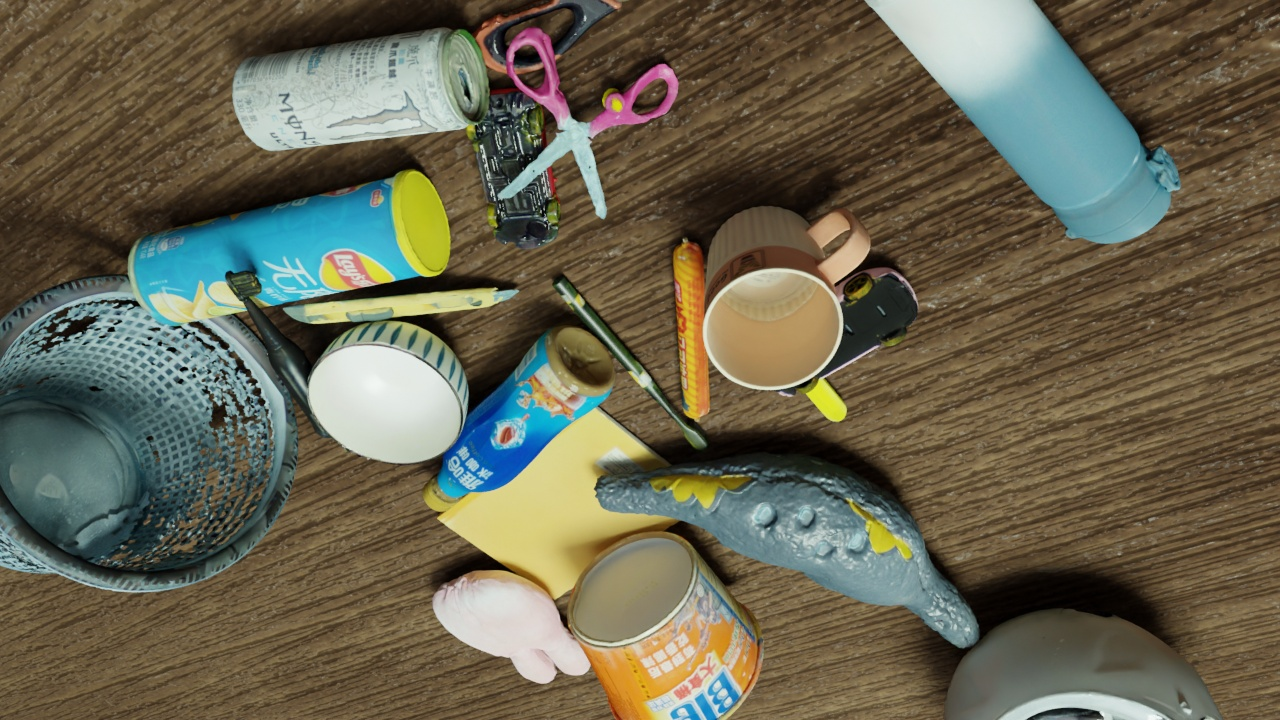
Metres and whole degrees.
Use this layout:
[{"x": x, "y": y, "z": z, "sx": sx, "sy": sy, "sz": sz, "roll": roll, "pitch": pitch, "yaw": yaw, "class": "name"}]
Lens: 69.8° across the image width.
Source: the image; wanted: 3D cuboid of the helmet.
[{"x": 0.375, "y": 0.306, "z": 0.797, "sx": 0.230, "sy": 0.145, "sz": 0.258, "roll": -29, "pitch": 127, "yaw": 27, "class": "helmet"}]

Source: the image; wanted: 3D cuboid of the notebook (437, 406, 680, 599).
[{"x": -0.061, "y": 0.130, "z": 0.803, "sx": 0.146, "sy": 0.010, "sz": 0.207, "roll": 40, "pitch": 122, "yaw": -21, "class": "notebook"}]

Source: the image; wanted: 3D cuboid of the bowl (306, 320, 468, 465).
[{"x": -0.185, "y": 0.016, "z": 0.697, "sx": 0.116, "sy": 0.066, "sz": 0.117, "roll": 3, "pitch": 127, "yaw": 4, "class": "bowl"}]

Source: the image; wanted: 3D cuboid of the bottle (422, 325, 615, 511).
[{"x": -0.106, "y": 0.057, "z": 0.716, "sx": 0.065, "sy": 0.065, "sz": 0.219, "roll": 34, "pitch": 127, "yaw": -18, "class": "bottle"}]

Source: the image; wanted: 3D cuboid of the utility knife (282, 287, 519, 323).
[{"x": -0.169, "y": -0.041, "z": 0.659, "sx": 0.162, "sy": 0.018, "sz": 0.031, "roll": -11, "pitch": 164, "yaw": -13, "class": "utility knife"}]

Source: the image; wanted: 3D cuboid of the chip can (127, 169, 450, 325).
[{"x": -0.242, "y": -0.075, "z": 0.632, "sx": 0.210, "sy": 0.071, "sz": 0.071, "roll": -9, "pitch": 125, "yaw": 14, "class": "chip can"}]

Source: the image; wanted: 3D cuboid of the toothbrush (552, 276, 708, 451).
[{"x": -0.004, "y": 0.004, "z": 0.699, "sx": 0.012, "sy": 0.017, "sz": 0.186, "roll": -28, "pitch": 117, "yaw": 28, "class": "toothbrush"}]

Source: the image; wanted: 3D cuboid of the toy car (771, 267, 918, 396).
[{"x": 0.135, "y": -0.021, "z": 0.645, "sx": 0.123, "sy": 0.037, "sz": 0.056, "roll": -33, "pitch": 114, "yaw": 23, "class": "toy car"}]

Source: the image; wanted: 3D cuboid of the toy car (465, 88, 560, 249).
[{"x": -0.081, "y": -0.124, "z": 0.600, "sx": 0.049, "sy": 0.031, "sz": 0.106, "roll": -3, "pitch": 121, "yaw": 10, "class": "toy car"}]

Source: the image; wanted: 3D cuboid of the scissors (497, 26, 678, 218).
[{"x": -0.041, "y": -0.146, "z": 0.564, "sx": 0.133, "sy": 0.017, "sz": 0.135, "roll": -37, "pitch": 128, "yaw": 10, "class": "scissors"}]

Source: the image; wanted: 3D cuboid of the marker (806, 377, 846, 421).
[{"x": 0.114, "y": 0.000, "z": 0.681, "sx": 0.018, "sy": 0.015, "sz": 0.124, "roll": -34, "pitch": 113, "yaw": 21, "class": "marker"}]

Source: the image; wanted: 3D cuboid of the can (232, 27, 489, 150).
[{"x": -0.169, "y": -0.163, "z": 0.556, "sx": 0.147, "sy": 0.058, "sz": 0.058, "roll": -2, "pitch": 127, "yaw": 16, "class": "can"}]

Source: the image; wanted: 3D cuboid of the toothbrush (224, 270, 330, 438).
[{"x": -0.256, "y": -0.001, "z": 0.671, "sx": 0.027, "sy": 0.026, "sz": 0.213, "roll": -7, "pitch": 149, "yaw": -5, "class": "toothbrush"}]

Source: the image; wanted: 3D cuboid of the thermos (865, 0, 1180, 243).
[{"x": 0.221, "y": -0.153, "z": 0.521, "sx": 0.220, "sy": 0.070, "sz": 0.070, "roll": 38, "pitch": 122, "yaw": -20, "class": "thermos"}]

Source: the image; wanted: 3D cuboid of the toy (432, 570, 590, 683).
[{"x": -0.122, "y": 0.255, "z": 0.877, "sx": 0.122, "sy": 0.054, "sz": 0.159, "roll": -23, "pitch": 120, "yaw": 32, "class": "toy"}]

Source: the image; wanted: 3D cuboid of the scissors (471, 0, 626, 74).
[{"x": -0.016, "y": -0.211, "z": 0.538, "sx": 0.206, "sy": 0.015, "sz": 0.194, "roll": 29, "pitch": 124, "yaw": -14, "class": "scissors"}]

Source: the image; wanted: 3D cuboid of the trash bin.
[{"x": -0.414, "y": 0.071, "z": 0.695, "sx": 0.196, "sy": 0.225, "sz": 0.226, "roll": -19, "pitch": 123, "yaw": 35, "class": "trash bin"}]

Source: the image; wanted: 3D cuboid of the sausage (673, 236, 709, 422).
[{"x": 0.038, "y": -0.018, "z": 0.671, "sx": 0.021, "sy": 0.021, "sz": 0.165, "roll": 0, "pitch": 126, "yaw": 7, "class": "sausage"}]

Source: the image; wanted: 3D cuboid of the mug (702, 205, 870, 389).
[{"x": 0.093, "y": -0.053, "z": 0.582, "sx": 0.081, "sy": 0.105, "sz": 0.115, "roll": 42, "pitch": 116, "yaw": -19, "class": "mug"}]

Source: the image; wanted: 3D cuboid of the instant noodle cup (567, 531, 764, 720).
[{"x": 0.015, "y": 0.226, "z": 0.778, "sx": 0.152, "sy": 0.151, "sz": 0.111, "roll": -18, "pitch": 121, "yaw": 20, "class": "instant noodle cup"}]

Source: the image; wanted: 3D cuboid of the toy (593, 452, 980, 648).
[{"x": 0.143, "y": 0.142, "z": 0.737, "sx": 0.356, "sy": 0.091, "sz": 0.138, "roll": 24, "pitch": 135, "yaw": -9, "class": "toy"}]
